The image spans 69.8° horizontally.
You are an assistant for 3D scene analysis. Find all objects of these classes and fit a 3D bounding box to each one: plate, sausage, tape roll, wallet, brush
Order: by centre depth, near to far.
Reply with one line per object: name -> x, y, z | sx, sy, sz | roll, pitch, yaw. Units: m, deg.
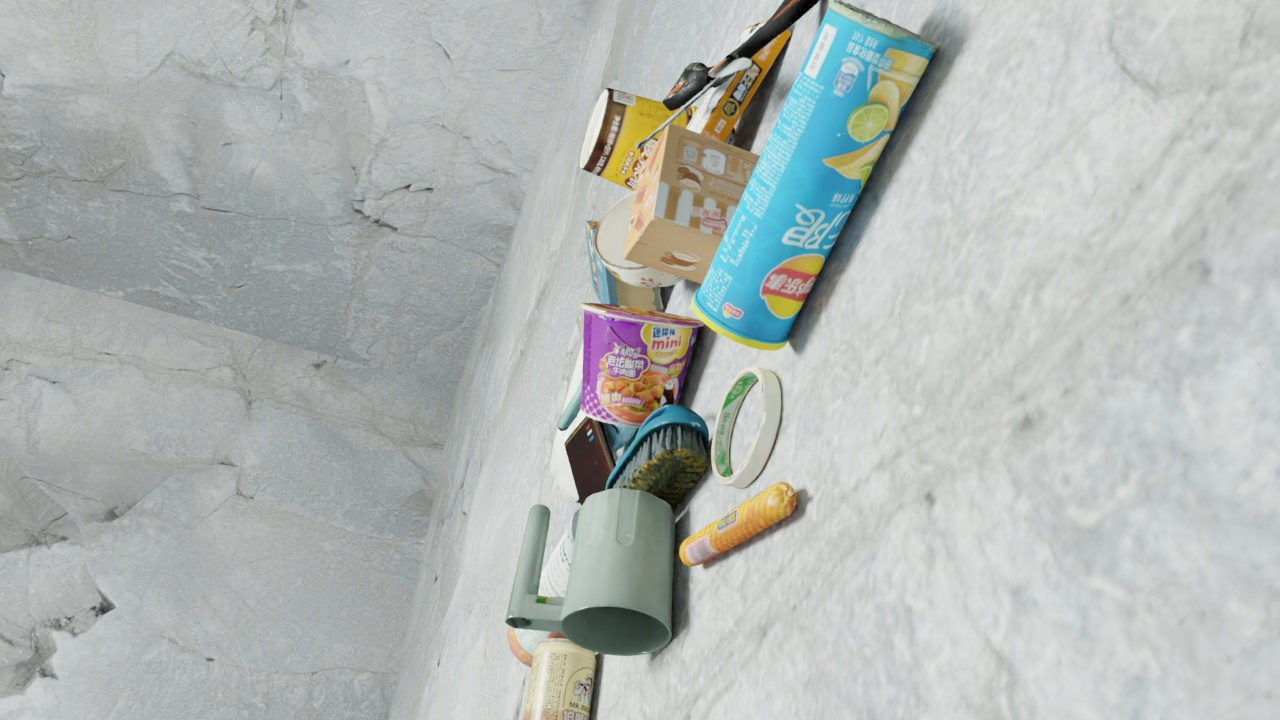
sausage -> 0.061, 0.110, 0.603 | 0.166, 0.021, 0.021 | 131, 152, -58
tape roll -> 0.073, 0.047, 0.643 | 0.086, 0.014, 0.086 | -165, 91, -75
brush -> 0.012, 0.081, 0.749 | 0.144, 0.055, 0.073 | 122, 157, -49
wallet -> -0.040, 0.121, 0.894 | 0.097, 0.020, 0.122 | -52, 51, 57
plate -> -0.061, 0.038, 1.113 | 0.162, 0.034, 0.265 | -159, 85, -75

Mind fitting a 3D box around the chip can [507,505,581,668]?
chip can -> -0.065, 0.217, 0.862 | 0.215, 0.071, 0.071 | 120, 160, -43

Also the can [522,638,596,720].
can -> -0.074, 0.312, 0.816 | 0.059, 0.058, 0.116 | 128, 154, -55

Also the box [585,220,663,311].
box -> -0.020, -0.103, 1.007 | 0.184, 0.062, 0.090 | -115, 16, -72

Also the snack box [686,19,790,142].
snack box -> 0.077, -0.238, 0.846 | 0.154, 0.026, 0.075 | -59, 15, 7

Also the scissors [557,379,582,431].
scissors -> -0.051, 0.020, 0.956 | 0.172, 0.019, 0.176 | -58, 3, 0

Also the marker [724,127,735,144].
marker -> 0.061, -0.167, 0.853 | 0.017, 0.017, 0.145 | -49, 16, 59

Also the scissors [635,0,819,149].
scissors -> 0.067, -0.238, 0.733 | 0.233, 0.021, 0.221 | -44, 16, -13

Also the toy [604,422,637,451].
toy -> -0.025, 0.048, 0.939 | 0.156, 0.050, 0.162 | -101, 26, -65

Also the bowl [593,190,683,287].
bowl -> 0.018, -0.111, 0.884 | 0.062, 0.114, 0.113 | 60, -153, -47

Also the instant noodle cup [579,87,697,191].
instant noodle cup -> 0.001, -0.241, 1.025 | 0.118, 0.114, 0.118 | -164, 91, -75

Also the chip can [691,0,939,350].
chip can -> 0.105, -0.111, 0.581 | 0.071, 0.071, 0.211 | -99, 30, -59

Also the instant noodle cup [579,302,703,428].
instant noodle cup -> -0.005, 0.005, 0.814 | 0.111, 0.111, 0.099 | -150, 67, -75

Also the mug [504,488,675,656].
mug -> -0.034, 0.161, 0.710 | 0.084, 0.124, 0.103 | 95, -179, -49

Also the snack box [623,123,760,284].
snack box -> 0.046, -0.127, 0.772 | 0.077, 0.092, 0.094 | 134, 149, -61
